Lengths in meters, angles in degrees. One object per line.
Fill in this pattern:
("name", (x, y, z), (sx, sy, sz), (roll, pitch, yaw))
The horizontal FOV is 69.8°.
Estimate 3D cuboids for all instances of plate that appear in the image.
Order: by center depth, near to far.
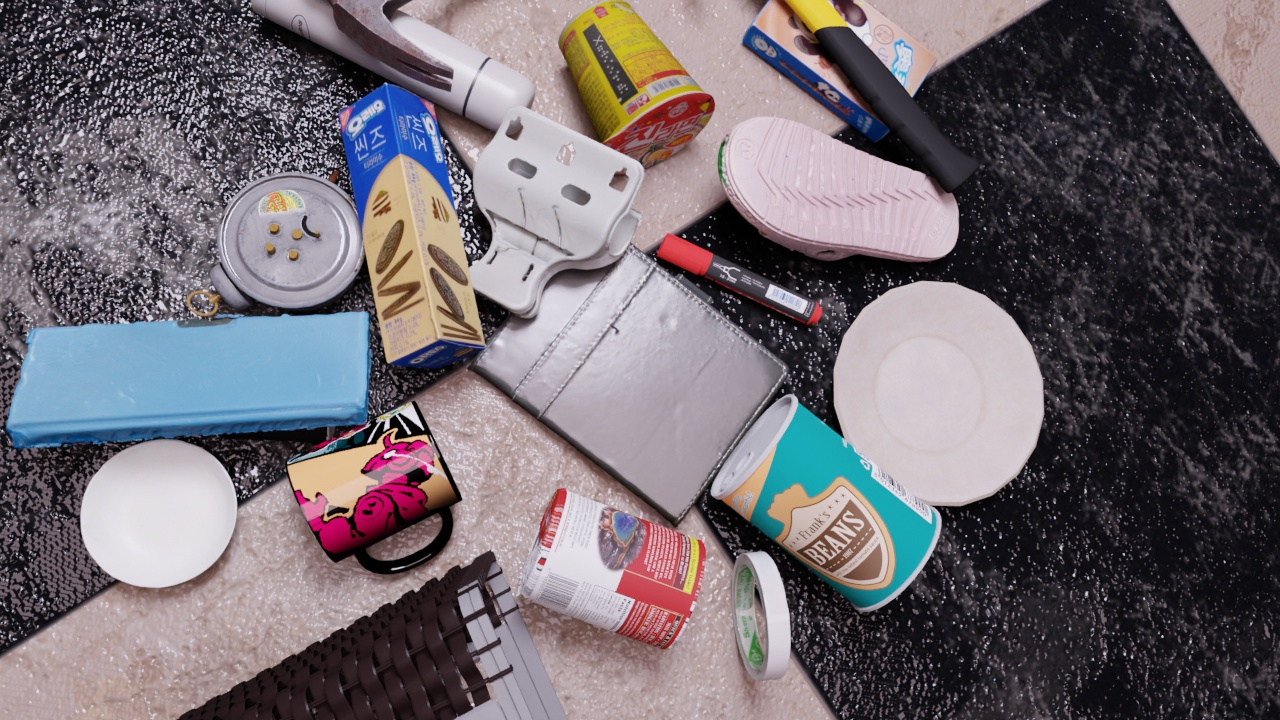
("plate", (-0.343, 0.110, 0.663), (0.104, 0.026, 0.104), (1, 82, -9))
("plate", (0.249, 0.028, 0.777), (0.188, 0.027, 0.188), (1, 82, -10))

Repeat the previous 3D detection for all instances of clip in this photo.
("clip", (-0.072, -0.105, 0.717), (0.126, 0.099, 0.152), (29, 105, 17))

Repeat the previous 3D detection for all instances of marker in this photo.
("marker", (0.083, -0.066, 0.764), (0.145, 0.021, 0.023), (24, 41, -6))

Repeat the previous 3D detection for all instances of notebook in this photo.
("notebook", (-0.005, 0.004, 0.736), (0.209, 0.029, 0.169), (39, 78, -3))

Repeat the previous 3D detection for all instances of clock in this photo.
("clock", (-0.270, -0.079, 0.688), (0.147, 0.056, 0.104), (-36, 89, -15))

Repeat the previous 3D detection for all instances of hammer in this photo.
("hammer", (-0.101, -0.332, 0.733), (0.138, 0.035, 0.313), (47, 66, 3))
("hammer", (0.165, -0.271, 0.769), (0.127, 0.029, 0.323), (-41, 91, -16))

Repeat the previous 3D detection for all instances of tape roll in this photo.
("tape roll", (0.090, 0.192, 0.692), (0.018, 0.094, 0.093), (-4, 83, -10))

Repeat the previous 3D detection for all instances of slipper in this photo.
("slipper", (0.160, -0.130, 0.769), (0.239, 0.064, 0.094), (10, 82, -26))

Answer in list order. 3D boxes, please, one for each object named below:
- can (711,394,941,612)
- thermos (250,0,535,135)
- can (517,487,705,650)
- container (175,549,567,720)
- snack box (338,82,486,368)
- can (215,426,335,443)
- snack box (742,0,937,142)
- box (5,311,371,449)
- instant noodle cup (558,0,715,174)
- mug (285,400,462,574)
("can", (0.142, 0.110, 0.710), (0.144, 0.099, 0.099), (38, 77, -3))
("thermos", (-0.191, -0.248, 0.727), (0.224, 0.052, 0.052), (26, 78, -5))
("can", (-0.022, 0.154, 0.682), (0.116, 0.087, 0.086), (22, 79, -7))
("container", (-0.158, 0.289, 0.561), (0.243, 0.246, 0.247), (-24, 87, -9))
("snack box", (-0.172, -0.100, 0.685), (0.056, 0.057, 0.206), (-21, 77, 28))
("can", (-0.271, 0.044, 0.682), (0.080, 0.031, 0.031), (4, 81, -9))
("snack box", (0.174, -0.272, 0.804), (0.151, 0.034, 0.087), (36, 77, -4))
("box", (-0.311, 0.017, 0.656), (0.231, 0.054, 0.093), (-4, 56, -10))
("instant noodle cup", (-0.009, -0.225, 0.741), (0.100, 0.100, 0.112), (-26, 77, -13))
("mug", (-0.185, 0.102, 0.671), (0.098, 0.082, 0.118), (-26, 115, -13))
